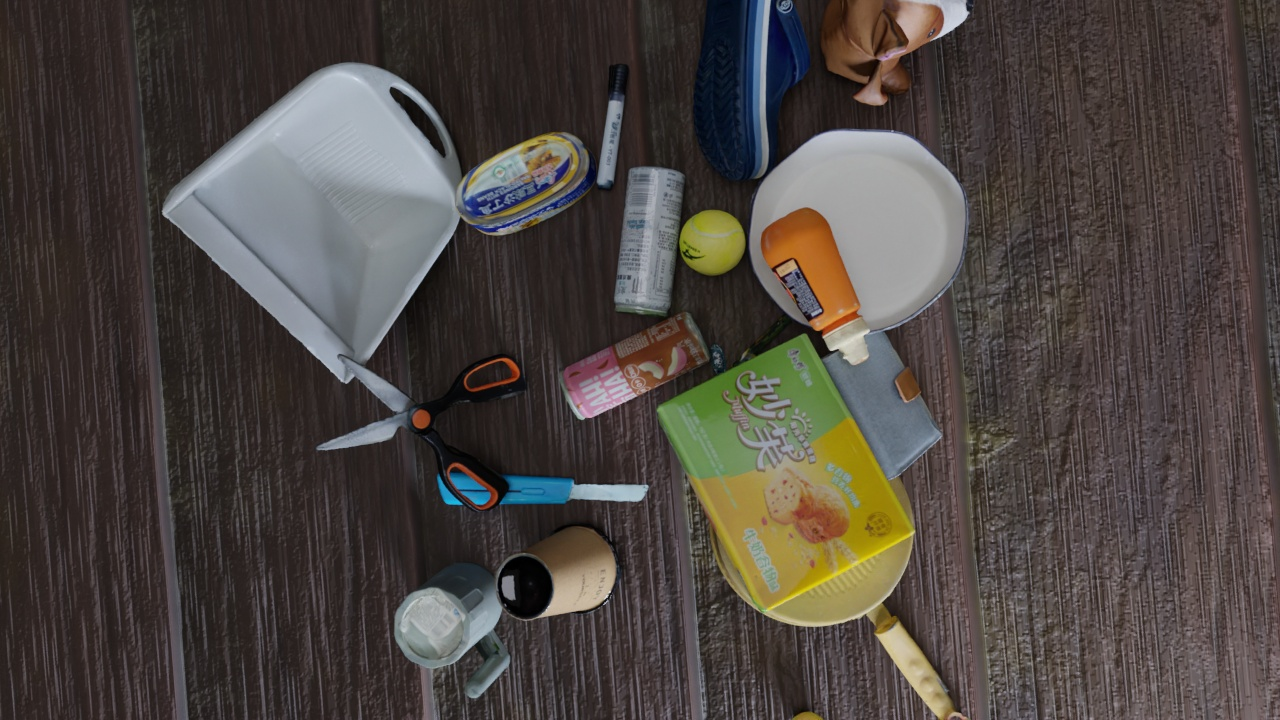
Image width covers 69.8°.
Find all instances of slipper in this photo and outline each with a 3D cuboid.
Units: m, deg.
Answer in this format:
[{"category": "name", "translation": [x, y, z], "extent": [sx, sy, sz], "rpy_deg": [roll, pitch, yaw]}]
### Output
[{"category": "slipper", "translation": [0.113, -0.301, 0.897], "extent": [0.095, 0.105, 0.253], "rpy_deg": [-1, 96, -19]}]

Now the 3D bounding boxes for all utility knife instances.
[{"category": "utility knife", "translation": [-0.103, 0.135, 0.959], "extent": [0.223, 0.018, 0.034], "rpy_deg": [0, 89, 6]}]

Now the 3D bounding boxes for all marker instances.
[{"category": "marker", "translation": [-0.030, -0.241, 0.949], "extent": [0.022, 0.018, 0.130], "rpy_deg": [9, 90, -8]}]

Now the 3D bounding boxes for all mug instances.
[{"category": "mug", "translation": [-0.182, 0.272, 0.926], "extent": [0.084, 0.103, 0.124], "rpy_deg": [-35, 85, 5]}]

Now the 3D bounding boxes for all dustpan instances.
[{"category": "dustpan", "translation": [-0.273, -0.157, 0.872], "extent": [0.143, 0.257, 0.223], "rpy_deg": [-27, 123, 18]}]

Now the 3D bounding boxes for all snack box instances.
[{"category": "snack box", "translation": [0.128, 0.102, 0.847], "extent": [0.157, 0.070, 0.210], "rpy_deg": [-27, 81, -4]}]

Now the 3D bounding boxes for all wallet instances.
[{"category": "wallet", "translation": [0.236, 0.037, 0.883], "extent": [0.037, 0.106, 0.129], "rpy_deg": [-28, 89, 50]}]

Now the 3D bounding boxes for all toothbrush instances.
[{"category": "toothbrush", "translation": [0.096, 0.077, 0.934], "extent": [0.016, 0.018, 0.191], "rpy_deg": [-13, 88, 6]}, {"category": "toothbrush", "translation": [0.161, -0.055, 0.926], "extent": [0.186, 0.017, 0.012], "rpy_deg": [-44, 76, 5]}]

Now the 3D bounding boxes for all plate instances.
[{"category": "plate", "translation": [0.208, -0.123, 0.890], "extent": [0.205, 0.045, 0.204], "rpy_deg": [-3, 81, 17]}]

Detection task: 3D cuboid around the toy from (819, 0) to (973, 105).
[{"category": "toy", "translation": [0.229, -0.310, 0.827], "extent": [0.130, 0.199, 0.140], "rpy_deg": [1, 91, 10]}]

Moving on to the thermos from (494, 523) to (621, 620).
[{"category": "thermos", "translation": [-0.081, 0.211, 0.900], "extent": [0.093, 0.143, 0.093], "rpy_deg": [-2, 85, 19]}]

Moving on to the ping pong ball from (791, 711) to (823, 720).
[{"category": "ping pong ball", "translation": [0.167, 0.371, 0.914], "extent": [0.040, 0.040, 0.040], "rpy_deg": [0, 90, 7]}]

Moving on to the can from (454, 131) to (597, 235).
[{"category": "can", "translation": [-0.117, -0.182, 0.944], "extent": [0.148, 0.049, 0.074], "rpy_deg": [-24, 88, 6]}]

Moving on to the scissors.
[{"category": "scissors", "translation": [-0.200, 0.060, 0.904], "extent": [0.231, 0.022, 0.221], "rpy_deg": [-41, 114, -32]}]

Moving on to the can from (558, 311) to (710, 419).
[{"category": "can", "translation": [-0.005, 0.005, 0.926], "extent": [0.147, 0.058, 0.058], "rpy_deg": [-25, 87, 7]}]

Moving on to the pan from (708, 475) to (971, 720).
[{"category": "pan", "translation": [0.214, 0.225, 0.900], "extent": [0.197, 0.078, 0.357], "rpy_deg": [-36, 81, -5]}]

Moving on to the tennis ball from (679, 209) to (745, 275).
[{"category": "tennis ball", "translation": [0.072, -0.117, 0.912], "extent": [0.065, 0.065, 0.065], "rpy_deg": [0, 90, 7]}]

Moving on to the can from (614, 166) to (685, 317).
[{"category": "can", "translation": [0.009, -0.119, 0.924], "extent": [0.058, 0.058, 0.146], "rpy_deg": [7, 91, 7]}]

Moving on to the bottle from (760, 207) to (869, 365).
[{"category": "bottle", "translation": [0.167, -0.064, 0.841], "extent": [0.067, 0.066, 0.149], "rpy_deg": [-27, 83, 6]}]
